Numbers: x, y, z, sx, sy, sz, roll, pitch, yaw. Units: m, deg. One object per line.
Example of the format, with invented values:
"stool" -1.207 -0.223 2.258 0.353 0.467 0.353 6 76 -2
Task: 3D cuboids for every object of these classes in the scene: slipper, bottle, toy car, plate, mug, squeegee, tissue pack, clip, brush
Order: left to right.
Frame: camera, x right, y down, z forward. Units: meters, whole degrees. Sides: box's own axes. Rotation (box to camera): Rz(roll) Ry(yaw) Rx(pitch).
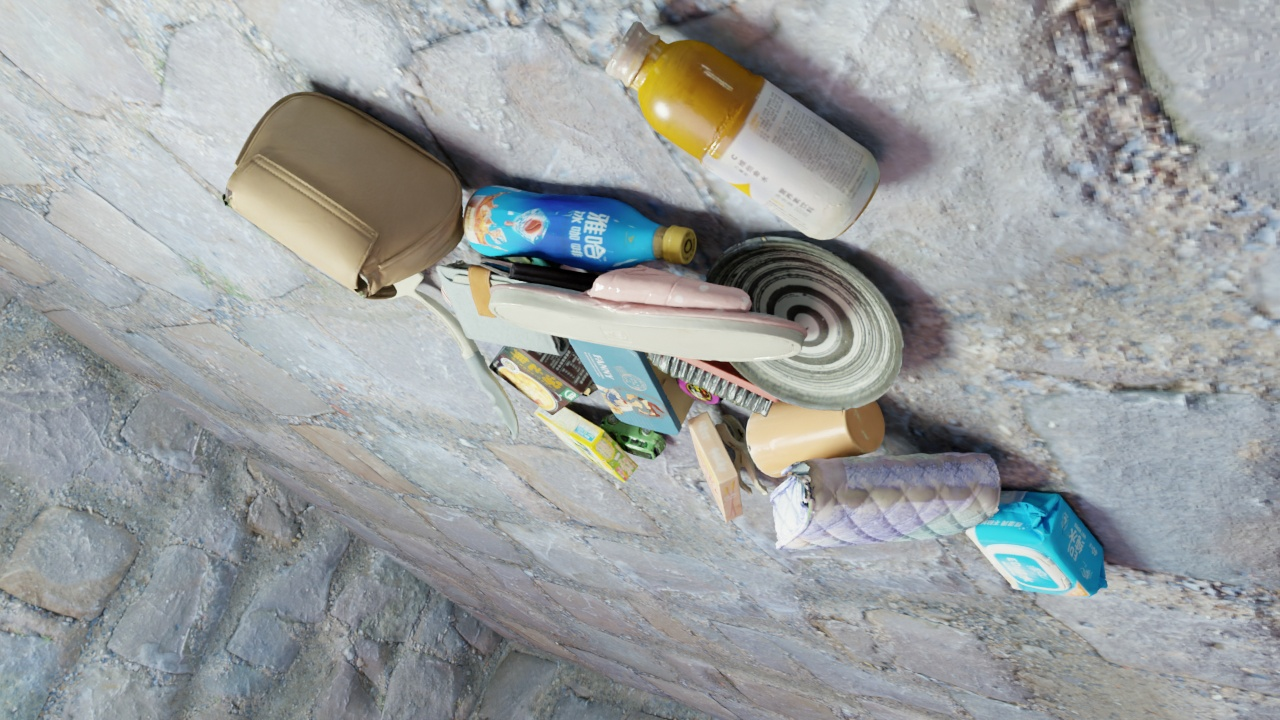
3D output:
"squeegee" -0.213 -0.010 1.109 0.246 0.039 0.247 53 160 -12
"bottle" -0.054 -0.111 0.798 0.219 0.065 0.065 12 150 29
"toy car" -0.012 0.098 1.181 0.091 0.036 0.043 20 155 25
"slipper" 0.004 -0.044 0.772 0.275 0.054 0.114 7 167 16
"brush" 0.074 -0.009 0.875 0.146 0.063 0.069 24 124 11
"bottle" 0.066 -0.152 0.600 0.189 0.067 0.068 32 154 -8
"clip" 0.119 0.117 1.050 0.103 0.092 0.035 31 158 -32
"plate" 0.136 -0.032 0.773 0.179 0.024 0.180 22 140 20
"mug" 0.175 0.070 0.905 0.078 0.078 0.123 40 147 -24
"tissue pack" 0.391 0.183 0.907 0.090 0.063 0.140 -6 139 49

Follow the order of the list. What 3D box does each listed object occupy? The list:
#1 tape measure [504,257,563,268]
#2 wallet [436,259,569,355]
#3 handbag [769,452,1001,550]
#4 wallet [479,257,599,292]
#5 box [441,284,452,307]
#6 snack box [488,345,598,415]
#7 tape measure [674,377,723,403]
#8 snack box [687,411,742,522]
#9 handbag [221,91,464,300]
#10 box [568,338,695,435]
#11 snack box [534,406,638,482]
"tape measure" -0.112 -0.106 0.911 0.055 0.025 0.058 -4 139 47
"wallet" -0.146 -0.054 0.948 0.130 0.036 0.107 11 139 32
"handbag" 0.225 0.132 0.877 0.193 0.075 0.134 -2 158 -12
"wallet" -0.078 -0.078 0.851 0.122 0.020 0.096 8 -175 -29
"box" -0.147 -0.059 1.022 0.164 0.057 0.071 22 169 17
"snack box" -0.108 0.013 1.106 0.125 0.053 0.113 38 153 -8
"tape measure" 0.067 0.016 0.946 0.057 0.039 0.058 41 156 -26
"snack box" 0.089 0.126 1.066 0.157 0.026 0.084 70 176 -64
"handbag" -0.266 -0.147 0.840 0.204 0.147 0.100 34 154 10
"box" -0.006 0.006 0.975 0.090 0.059 0.184 10 151 31
"snack box" -0.073 0.103 1.208 0.140 0.033 0.087 27 163 50
